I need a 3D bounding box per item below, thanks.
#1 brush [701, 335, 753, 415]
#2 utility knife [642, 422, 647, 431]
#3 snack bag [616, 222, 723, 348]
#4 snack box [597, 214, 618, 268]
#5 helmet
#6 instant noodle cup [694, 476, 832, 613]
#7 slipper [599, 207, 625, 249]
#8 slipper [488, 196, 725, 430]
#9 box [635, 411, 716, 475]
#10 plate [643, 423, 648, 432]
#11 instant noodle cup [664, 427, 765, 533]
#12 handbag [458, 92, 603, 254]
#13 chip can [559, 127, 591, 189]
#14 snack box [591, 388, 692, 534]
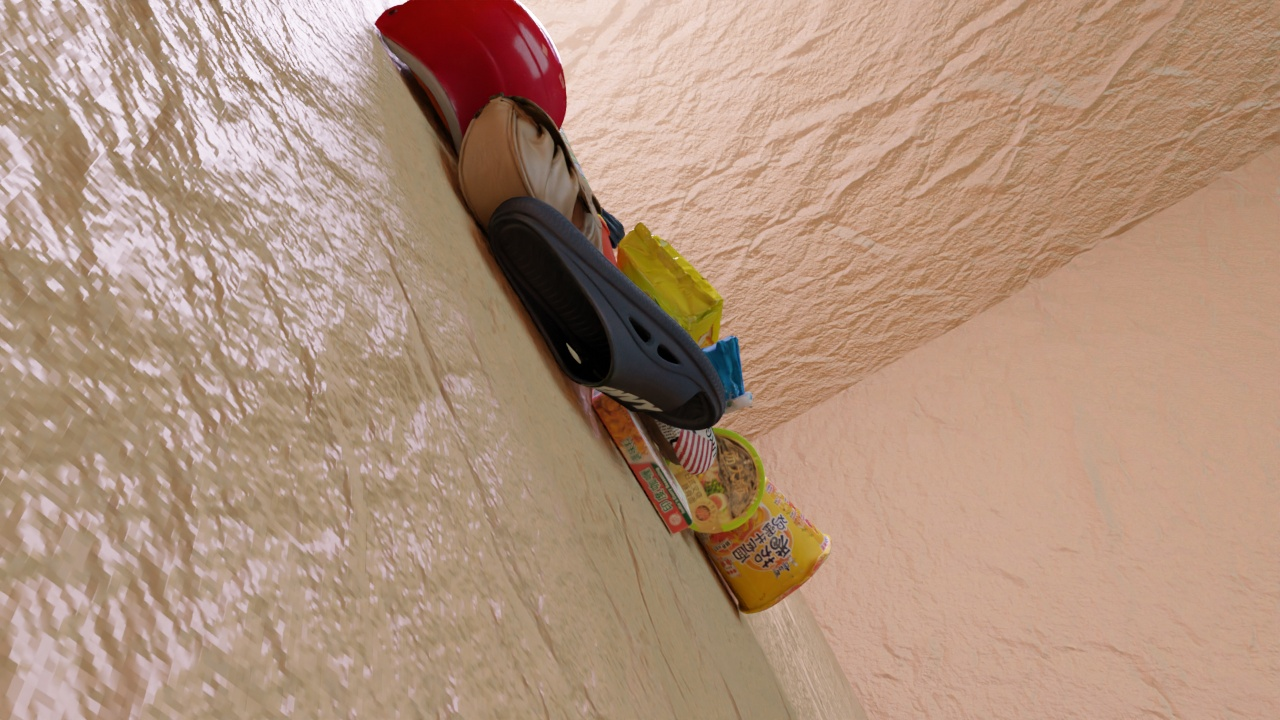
[{"bbox_3d":[0.067,0.045,1.036,0.315,0.060,0.109,149,-81,-78],"label":"brush"},{"bbox_3d":[-0.029,0.007,0.992,0.182,0.013,0.029,63,3,18],"label":"utility knife"},{"bbox_3d":[0.034,-0.034,1.146,0.158,0.068,0.247,49,-28,32],"label":"snack bag"},{"bbox_3d":[-0.074,-0.121,1.092,0.082,0.091,0.080,39,28,-77],"label":"snack box"},{"bbox_3d":[-0.156,-0.299,0.967,0.207,0.144,0.240,57,3,-12],"label":"helmet"},{"bbox_3d":[0.139,0.211,1.083,0.110,0.138,0.138,52,4,-2],"label":"instant noodle cup"},{"bbox_3d":[-0.068,-0.169,1.221,0.105,0.095,0.252,55,20,-70],"label":"slipper"},{"bbox_3d":[-0.042,-0.018,0.786,0.268,0.083,0.111,47,-36,-18],"label":"slipper"},{"bbox_3d":[0.016,0.041,0.914,0.162,0.076,0.086,62,19,-10],"label":"box"},{"bbox_3d":[-0.006,0.006,1.065,0.205,0.045,0.205,155,-89,-81],"label":"plate"},{"bbox_3d":[0.074,0.134,1.029,0.111,0.111,0.123,60,-5,5],"label":"instant noodle cup"},{"bbox_3d":[-0.092,-0.150,0.874,0.204,0.100,0.147,56,21,-57],"label":"handbag"},{"bbox_3d":[-0.117,-0.251,1.091,0.072,0.072,0.235,55,9,-50],"label":"chip can"},{"bbox_3d":[0.001,0.090,0.906,0.156,0.027,0.077,59,3,-11],"label":"snack box"}]
